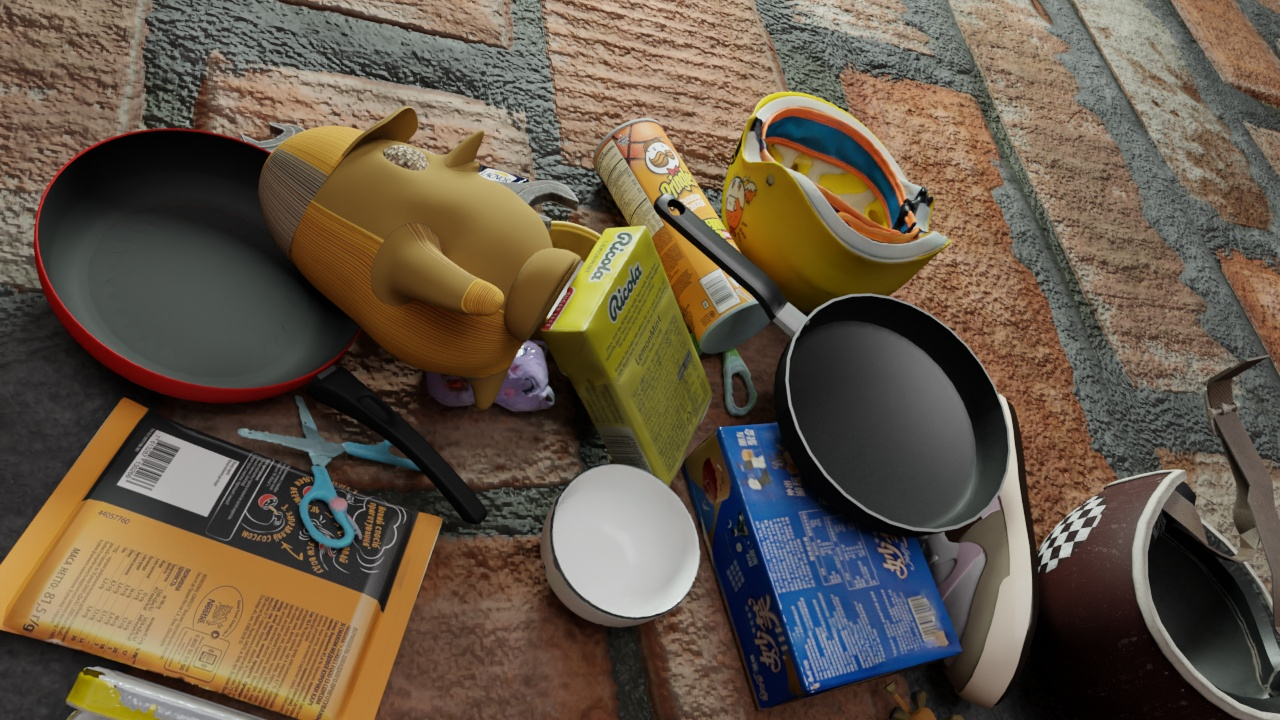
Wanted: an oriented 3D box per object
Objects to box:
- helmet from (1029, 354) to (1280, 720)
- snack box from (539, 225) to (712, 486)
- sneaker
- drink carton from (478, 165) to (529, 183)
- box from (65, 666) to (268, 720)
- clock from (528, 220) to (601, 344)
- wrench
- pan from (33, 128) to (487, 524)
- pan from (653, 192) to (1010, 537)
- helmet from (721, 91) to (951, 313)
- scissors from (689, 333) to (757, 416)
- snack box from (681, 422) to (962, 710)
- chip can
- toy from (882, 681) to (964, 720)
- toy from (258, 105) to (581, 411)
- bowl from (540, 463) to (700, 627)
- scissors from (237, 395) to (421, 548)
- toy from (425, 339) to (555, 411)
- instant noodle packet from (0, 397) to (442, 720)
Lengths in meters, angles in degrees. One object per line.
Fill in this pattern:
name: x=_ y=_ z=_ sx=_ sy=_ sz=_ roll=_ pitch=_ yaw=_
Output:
helmet: x=0.433 y=0.191 z=0.733 sx=0.233 sy=0.254 sz=0.233 roll=-34 pitch=74 yaw=-24
snack box: x=-0.004 y=0.004 z=0.702 sx=0.121 sy=0.045 sz=0.181 roll=-63 pitch=141 yaw=-39
sneaker: x=0.260 y=0.141 z=0.787 sx=0.116 sy=0.112 sz=0.293 roll=10 pitch=55 yaw=4
drink carton: x=-0.154 y=-0.117 z=0.746 sx=0.064 sy=0.040 sz=0.129 roll=24 pitch=41 yaw=35
box: x=-0.206 y=0.225 z=0.492 sx=0.209 sy=0.080 sz=0.079 roll=24 pitch=50 yaw=-13
clock: x=-0.052 y=-0.053 z=0.770 sx=0.152 sy=0.052 sz=0.113 roll=38 pitch=50 yaw=5
wrench: x=-0.184 y=-0.148 z=0.727 sx=0.273 sy=0.010 sz=0.069 roll=14 pitch=41 yaw=5
pan: x=-0.241 y=-0.012 z=0.628 sx=0.356 sy=0.067 sz=0.208 roll=48 pitch=43 yaw=-1
pan: x=0.143 y=-0.006 z=0.741 sx=0.355 sy=0.044 sz=0.203 roll=41 pitch=57 yaw=2
helmet: x=0.164 y=-0.139 z=0.885 sx=0.209 sy=0.140 sz=0.239 roll=18 pitch=39 yaw=-18
scissors: x=0.069 y=-0.029 z=0.840 sx=0.138 sy=0.028 sz=0.170 roll=13 pitch=51 yaw=-18
snack box: x=0.139 y=0.152 z=0.725 sx=0.154 sy=0.069 sz=0.202 roll=-3 pitch=62 yaw=-29
chip can: x=0.036 y=-0.115 z=0.829 sx=0.075 sy=0.075 sz=0.215 roll=-14 pitch=64 yaw=-34
toy: x=0.221 y=0.287 z=0.690 sx=0.076 sy=0.063 sz=0.100 roll=-30 pitch=71 yaw=-18
toy: x=-0.150 y=-0.084 z=0.614 sx=0.203 sy=0.198 sz=0.162 roll=32 pitch=95 yaw=-4
bowl: x=-0.021 y=0.137 z=0.654 sx=0.113 sy=0.063 sz=0.113 roll=14 pitch=54 yaw=-20
scissors: x=-0.197 y=0.070 z=0.621 sx=0.135 sy=0.015 sz=0.135 roll=2 pitch=46 yaw=-41
toy: x=-0.115 y=0.002 z=0.707 sx=0.099 sy=0.037 sz=0.080 roll=2 pitch=68 yaw=-24
instant noodle packet: x=-0.246 y=0.123 z=0.559 sx=0.220 sy=0.032 sz=0.159 roll=24 pitch=43 yaw=-13
